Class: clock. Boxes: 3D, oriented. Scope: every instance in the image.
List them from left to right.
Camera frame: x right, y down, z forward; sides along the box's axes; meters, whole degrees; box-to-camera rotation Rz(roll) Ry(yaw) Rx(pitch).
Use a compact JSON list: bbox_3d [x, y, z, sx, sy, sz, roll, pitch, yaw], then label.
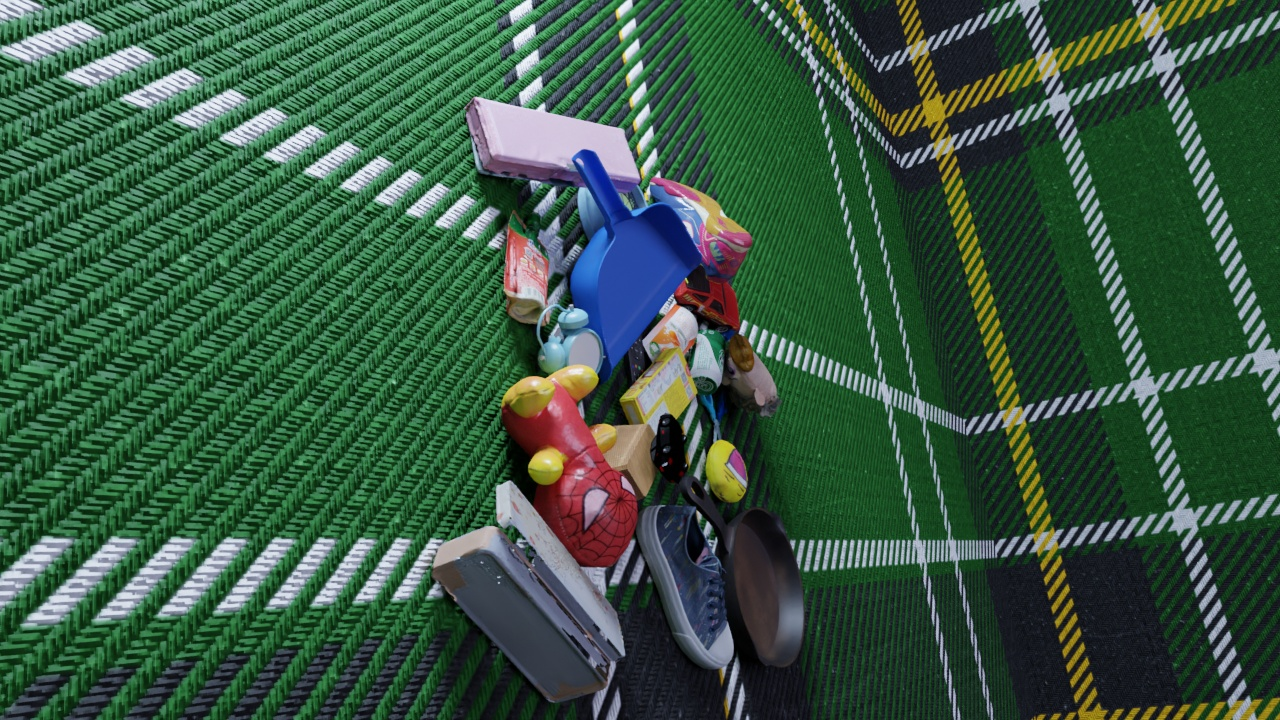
[{"bbox_3d":[-0.086,-0.017,1.068,0.087,0.042,0.123,-62,141,-23],"label":"clock"},{"bbox_3d":[-0.027,-0.183,1.259,0.162,0.060,0.117,64,29,-20],"label":"clock"}]

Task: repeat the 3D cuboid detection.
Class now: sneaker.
[{"bbox_3d":[0.069,-0.196,1.369,0.116,0.091,0.241,6,30,-34],"label":"sneaker"},{"bbox_3d":[0.074,0.286,1.158,0.235,0.079,0.087,66,30,-11],"label":"sneaker"}]

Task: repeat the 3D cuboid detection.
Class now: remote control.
[{"bbox_3d":[-0.007,0.007,1.239,0.039,0.010,0.124,25,54,-53],"label":"remote control"}]

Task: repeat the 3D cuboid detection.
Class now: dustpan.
[{"bbox_3d":[-0.029,-0.145,1.150,0.244,0.060,0.258,-52,125,-34],"label":"dustpan"}]

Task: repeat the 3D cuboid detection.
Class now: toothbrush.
[{"bbox_3d":[0.131,-0.032,1.491,0.021,0.016,0.132,42,32,2],"label":"toothbrush"}]

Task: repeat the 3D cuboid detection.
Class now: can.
[{"bbox_3d":[0.099,0.001,1.381,0.053,0.053,0.100,50,36,-35],"label":"can"}]

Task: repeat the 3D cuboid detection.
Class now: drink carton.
[{"bbox_3d":[0.041,-0.026,1.324,0.069,0.039,0.121,62,37,-16],"label":"drink carton"}]

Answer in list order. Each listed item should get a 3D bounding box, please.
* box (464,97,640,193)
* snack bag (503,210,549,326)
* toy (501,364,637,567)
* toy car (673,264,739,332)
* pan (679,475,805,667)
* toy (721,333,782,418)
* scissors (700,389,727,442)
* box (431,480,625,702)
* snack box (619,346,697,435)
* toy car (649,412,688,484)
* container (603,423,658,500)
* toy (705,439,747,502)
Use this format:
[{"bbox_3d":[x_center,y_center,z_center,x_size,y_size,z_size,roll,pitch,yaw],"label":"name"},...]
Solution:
[{"bbox_3d":[-0.106,-0.260,1.132,0.232,0.046,0.098,-2,65,-43],"label":"box"},{"bbox_3d":[-0.129,-0.117,1.076,0.087,0.044,0.154,48,33,-46],"label":"snack bag"},{"bbox_3d":[-0.074,0.118,0.978,0.147,0.099,0.216,-15,87,-50],"label":"toy"},{"bbox_3d":[0.104,-0.104,1.446,0.189,0.056,0.081,27,54,-53],"label":"toy car"},{"bbox_3d":[0.139,0.286,1.305,0.356,0.043,0.248,53,34,-30],"label":"pan"},{"bbox_3d":[0.162,0.022,1.428,0.132,0.076,0.176,59,-4,37],"label":"toy"},{"bbox_3d":[0.123,0.097,1.411,0.103,0.015,0.133,-3,79,-61],"label":"scissors"},{"bbox_3d":[-0.105,0.234,0.884,0.216,0.107,0.095,56,-4,-27],"label":"box"},{"bbox_3d":[0.027,0.047,1.233,0.151,0.025,0.075,-47,121,-52],"label":"snack box"},{"bbox_3d":[0.032,0.105,1.101,0.042,0.036,0.091,51,26,-36],"label":"toy car"},{"bbox_3d":[-0.017,0.126,1.106,0.063,0.061,0.113,61,31,-20],"label":"container"},{"bbox_3d":[0.127,0.164,1.353,0.095,0.041,0.094,51,38,-35],"label":"toy"}]
